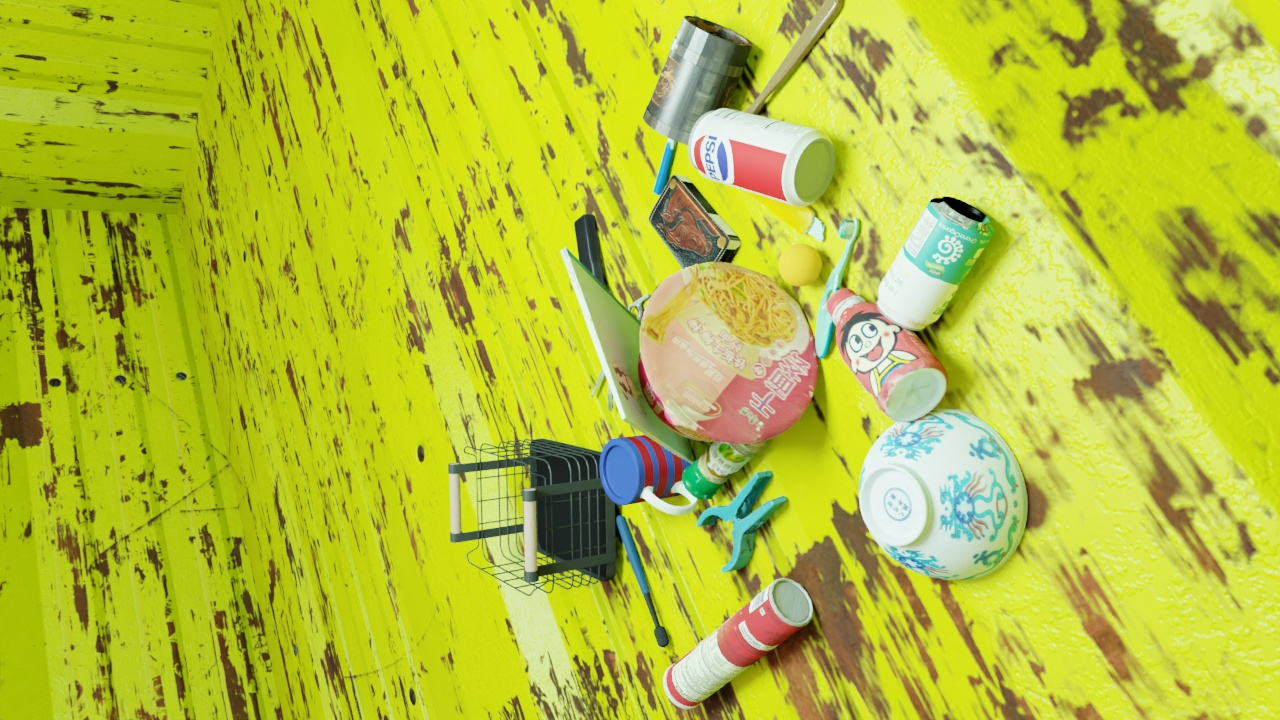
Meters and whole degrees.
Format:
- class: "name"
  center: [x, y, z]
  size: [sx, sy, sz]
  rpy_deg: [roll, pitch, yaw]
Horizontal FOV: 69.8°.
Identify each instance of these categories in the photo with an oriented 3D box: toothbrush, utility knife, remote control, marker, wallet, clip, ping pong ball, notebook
- class: "toothbrush"
  center: [0.139, -0.279, 0.880]
  size: [0.167, 0.016, 0.016]
  rpy_deg: [-50, 54, 40]
- class: "utility knife"
  center: [0.126, -0.164, 0.905]
  size: [0.164, 0.017, 0.031]
  rpy_deg: [50, 135, 39]
- class: "toothbrush"
  center: [0.001, 0.264, 1.105]
  size: [0.014, 0.014, 0.167]
  rpy_deg: [84, 166, -64]
- class: "remote control"
  center: [-0.063, -0.116, 1.150]
  size: [0.032, 0.015, 0.136]
  rpy_deg: [-28, 66, 50]
- class: "marker"
  center: [0.037, -0.253, 1.019]
  size: [0.013, 0.013, 0.142]
  rpy_deg: [38, 122, 45]
- class: "toothbrush"
  center: [0.178, -0.065, 0.843]
  size: [0.022, 0.017, 0.135]
  rpy_deg: [38, 122, 55]
- class: "wallet"
  center: [0.056, -0.139, 0.996]
  size: [0.123, 0.019, 0.072]
  rpy_deg: [57, 130, 33]
- class: "clip"
  center: [0.095, 0.155, 0.967]
  size: [0.121, 0.031, 0.130]
  rpy_deg: [43, 126, 47]
- class: "ping pong ball"
  center: [0.150, -0.089, 0.860]
  size: [0.040, 0.040, 0.040]
  rpy_deg: [6, 98, 53]
- class: "notebook"
  center: [-0.006, 0.005, 0.940]
  size: [0.009, 0.253, 0.181]
  rpy_deg: [-25, 69, 10]

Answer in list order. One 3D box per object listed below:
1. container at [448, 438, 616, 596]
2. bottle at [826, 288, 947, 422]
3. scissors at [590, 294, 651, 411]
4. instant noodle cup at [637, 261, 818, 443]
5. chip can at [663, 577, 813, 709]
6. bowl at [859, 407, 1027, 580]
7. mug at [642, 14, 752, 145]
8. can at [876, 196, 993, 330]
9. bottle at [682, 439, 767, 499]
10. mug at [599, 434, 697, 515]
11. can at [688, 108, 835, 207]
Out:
- class: "container"
  center: [-0.142, 0.195, 1.183]
  size: [0.242, 0.130, 0.163]
  rpy_deg: [4, 96, 56]
- class: "bottle"
  center: [0.201, -0.013, 0.779]
  size: [0.062, 0.062, 0.137]
  rpy_deg: [-68, 30, 30]
- class: "scissors"
  center: [-0.027, -0.018, 1.121]
  size: [0.162, 0.014, 0.141]
  rpy_deg: [-31, 66, 49]
- class: "instant noodle cup"
  center: [0.072, 0.003, 0.878]
  size: [0.078, 0.178, 0.178]
  rpy_deg: [132, 126, -63]
- class: "chip can"
  center: [0.097, 0.297, 0.952]
  size: [0.215, 0.051, 0.051]
  rpy_deg: [-53, 52, 40]
- class: "bowl"
  center: [0.227, 0.112, 0.746]
  size: [0.144, 0.074, 0.144]
  rpy_deg: [6, 98, 53]
- class: "mug"
  center: [0.054, -0.293, 0.947]
  size: [0.115, 0.080, 0.107]
  rpy_deg: [-111, 37, -52]
- class: "can"
  center: [0.234, -0.077, 0.737]
  size: [0.055, 0.054, 0.102]
  rpy_deg: [52, 131, 37]
- class: "bottle"
  center: [0.088, 0.103, 0.957]
  size: [0.111, 0.043, 0.043]
  rpy_deg: [-51, 54, 41]
- class: "mug"
  center: [0.015, 0.132, 1.026]
  size: [0.112, 0.076, 0.075]
  rpy_deg: [49, 129, 39]
- class: "can"
  center: [0.113, -0.193, 0.865]
  size: [0.132, 0.070, 0.070]
  rpy_deg: [28, 115, 42]
